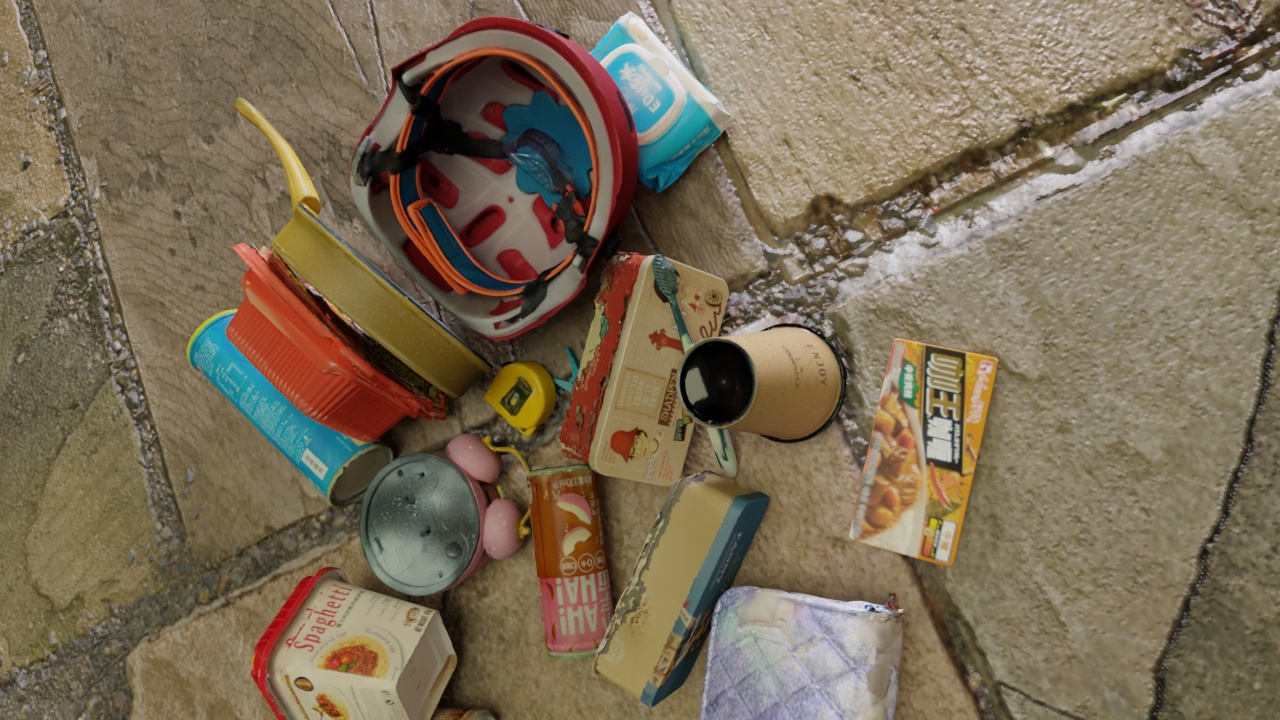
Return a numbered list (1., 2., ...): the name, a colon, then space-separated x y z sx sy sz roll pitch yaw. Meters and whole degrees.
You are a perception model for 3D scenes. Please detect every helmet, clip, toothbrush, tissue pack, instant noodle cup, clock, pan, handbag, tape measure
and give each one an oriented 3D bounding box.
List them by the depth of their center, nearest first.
1. handbag: 0.111 0.260 0.646 0.134 0.075 0.193 2 80 41
2. toothbrush: 0.044 0.009 0.690 0.016 0.018 0.192 -26 111 -14
3. helmet: -0.091 -0.153 0.714 0.207 0.143 0.241 45 122 -2
4. instant noodle cup: -0.226 0.244 0.745 0.124 0.116 0.117 4 129 16
5. instant noodle cup: -0.256 -0.003 0.753 0.164 0.189 0.079 40 83 20
6. tissue pack: 0.002 -0.212 0.756 0.090 0.063 0.140 -43 72 10
7. pan: -0.253 -0.104 0.766 0.357 0.198 0.078 38 83 20
8. clip: -0.056 0.018 0.776 0.033 0.013 0.054 -47 72 10
9. clock: -0.158 0.128 0.776 0.159 0.059 0.117 -30 74 15
10. tape measure: -0.101 0.030 0.776 0.060 0.028 0.057 41 115 18

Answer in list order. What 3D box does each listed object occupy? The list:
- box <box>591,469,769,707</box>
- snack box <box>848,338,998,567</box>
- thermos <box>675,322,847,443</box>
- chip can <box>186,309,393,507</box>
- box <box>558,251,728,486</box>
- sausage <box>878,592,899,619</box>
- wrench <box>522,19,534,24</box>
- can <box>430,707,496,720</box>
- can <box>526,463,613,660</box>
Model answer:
1. box: 0.034 0.161 0.688 0.060 0.089 0.184 28 98 21
2. snack box: 0.207 0.066 0.671 0.075 0.026 0.153 13 88 20
3. thermos: 0.088 0.016 0.664 0.093 0.143 0.093 -1 87 32
4. chip can: -0.320 0.041 0.837 0.210 0.071 0.071 38 97 19
5. box: -0.004 0.004 0.715 0.076 0.091 0.168 13 88 54
6. sausage: 0.161 0.244 0.670 0.020 0.020 0.156 20 91 20
7. wrench: -0.125 -0.172 0.822 0.056 0.016 0.273 5 85 20
8. can: -0.179 0.319 0.761 0.116 0.058 0.058 -6 82 18
9. can: -0.055 0.158 0.731 0.058 0.058 0.147 -8 85 18
